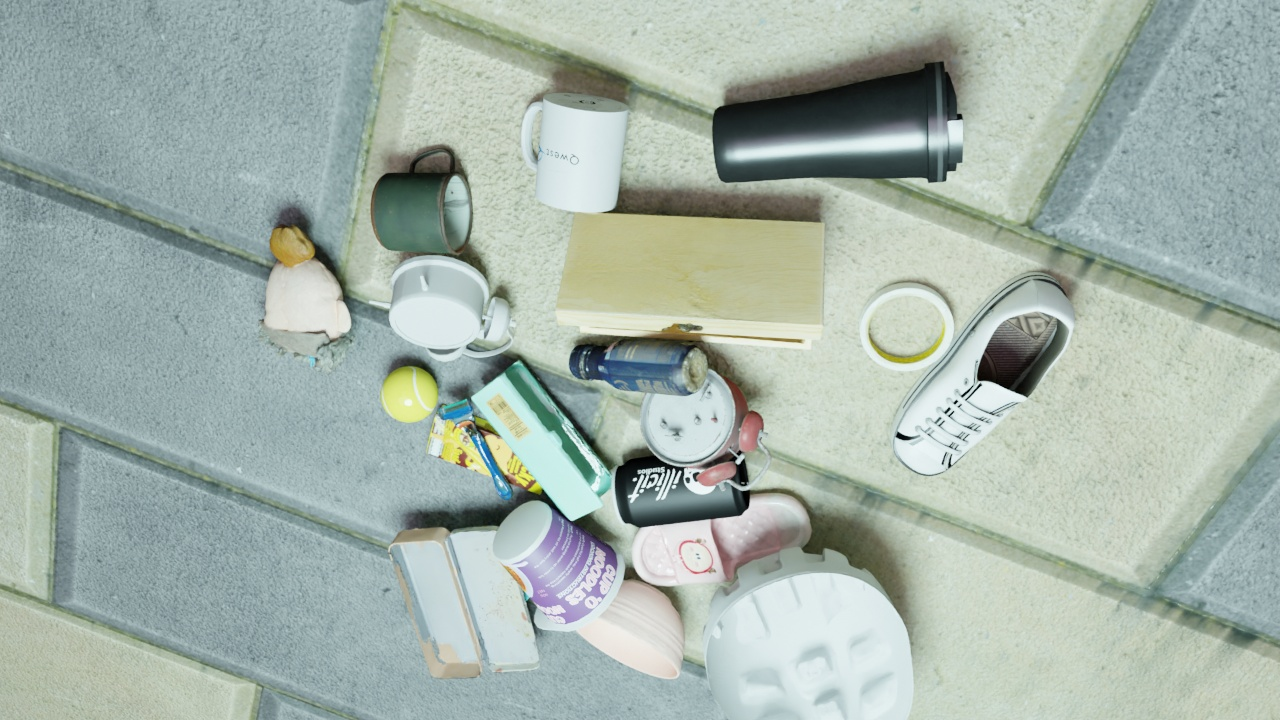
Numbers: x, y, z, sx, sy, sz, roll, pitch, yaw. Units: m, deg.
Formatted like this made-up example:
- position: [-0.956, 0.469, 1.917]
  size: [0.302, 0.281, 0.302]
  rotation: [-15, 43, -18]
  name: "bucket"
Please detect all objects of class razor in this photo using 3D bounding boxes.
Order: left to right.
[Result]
- position: [-0.186, 0.106, 1.076]
  size: [0.044, 0.018, 0.141]
  rotation: [-18, 114, 19]
  name: "razor"

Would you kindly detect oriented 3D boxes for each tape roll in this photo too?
- position: [0.277, -0.035, 0.958]
  size: [0.094, 0.019, 0.094]
  rotation: [4, 115, 9]
  name: "tape roll"

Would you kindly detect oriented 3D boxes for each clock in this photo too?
- position: [-0.207, -0.052, 1.002]
  size: [0.120, 0.061, 0.159]
  rotation: [-21, 141, 29]
  name: "clock"
- position: [0.069, 0.073, 0.978]
  size: [0.157, 0.062, 0.110]
  rotation: [41, 98, 26]
  name: "clock"

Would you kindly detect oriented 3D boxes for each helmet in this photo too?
- position: [0.179, 0.320, 1.032]
  size: [0.224, 0.183, 0.282]
  rotation: [-29, 134, 4]
  name: "helmet"

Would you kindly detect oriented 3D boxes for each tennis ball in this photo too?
- position: [-0.268, 0.039, 1.063]
  size: [0.065, 0.065, 0.065]
  rotation: [4, 115, 8]
  name: "tennis ball"

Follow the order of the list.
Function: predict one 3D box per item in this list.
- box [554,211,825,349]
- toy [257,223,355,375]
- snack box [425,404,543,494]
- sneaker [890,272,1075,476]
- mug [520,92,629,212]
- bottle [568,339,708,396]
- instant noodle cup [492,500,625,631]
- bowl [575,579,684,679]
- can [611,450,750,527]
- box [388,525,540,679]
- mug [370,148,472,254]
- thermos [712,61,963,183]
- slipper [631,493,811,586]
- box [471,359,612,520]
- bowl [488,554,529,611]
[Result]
- position: [0.055, -0.083, 0.918]
  size: [0.248, 0.184, 0.142]
  rotation: [4, 94, 7]
  name: "box"
- position: [-0.375, -0.070, 1.028]
  size: [0.133, 0.076, 0.176]
  rotation: [13, 119, 21]
  name: "toy"
- position: [-0.179, 0.107, 1.101]
  size: [0.149, 0.025, 0.061]
  rotation: [20, 117, 1]
  name: "snack box"
- position: [0.351, 0.031, 0.932]
  size: [0.091, 0.097, 0.246]
  rotation: [32, 115, -5]
  name: "sneaker"
- position: [-0.073, -0.212, 0.912]
  size: [0.120, 0.082, 0.096]
  rotation: [25, 120, 30]
  name: "mug"
- position: [-0.006, 0.006, 0.979]
  size: [0.161, 0.056, 0.056]
  rotation: [4, 118, 37]
  name: "bottle"
- position: [-0.109, 0.236, 1.076]
  size: [0.137, 0.122, 0.122]
  rotation: [-39, 120, 5]
  name: "instant noodle cup"
- position: [-0.006, 0.319, 1.128]
  size: [0.153, 0.076, 0.153]
  rotation: [23, 150, 14]
  name: "bowl"
- position: [0.047, 0.145, 1.048]
  size: [0.146, 0.080, 0.080]
  rotation: [-9, 113, 14]
  name: "can"
- position: [-0.214, 0.302, 1.141]
  size: [0.151, 0.043, 0.216]
  rotation: [-5, 113, 16]
  name: "box"
- position: [-0.227, -0.168, 0.957]
  size: [0.081, 0.085, 0.111]
  rotation: [3, 84, 10]
  name: "mug"
- position: [0.181, -0.211, 0.853]
  size: [0.219, 0.105, 0.106]
  rotation: [-2, 114, 16]
  name: "thermos"
- position: [0.092, 0.213, 1.086]
  size: [0.222, 0.055, 0.107]
  rotation: [-18, 109, 16]
  name: "slipper"
- position: [-0.110, 0.096, 1.032]
  size: [0.077, 0.080, 0.189]
  rotation: [-36, 98, 2]
  name: "box"
- position: [-0.186, 0.254, 1.159]
  size: [0.121, 0.046, 0.121]
  rotation: [4, 115, 8]
  name: "bowl"
